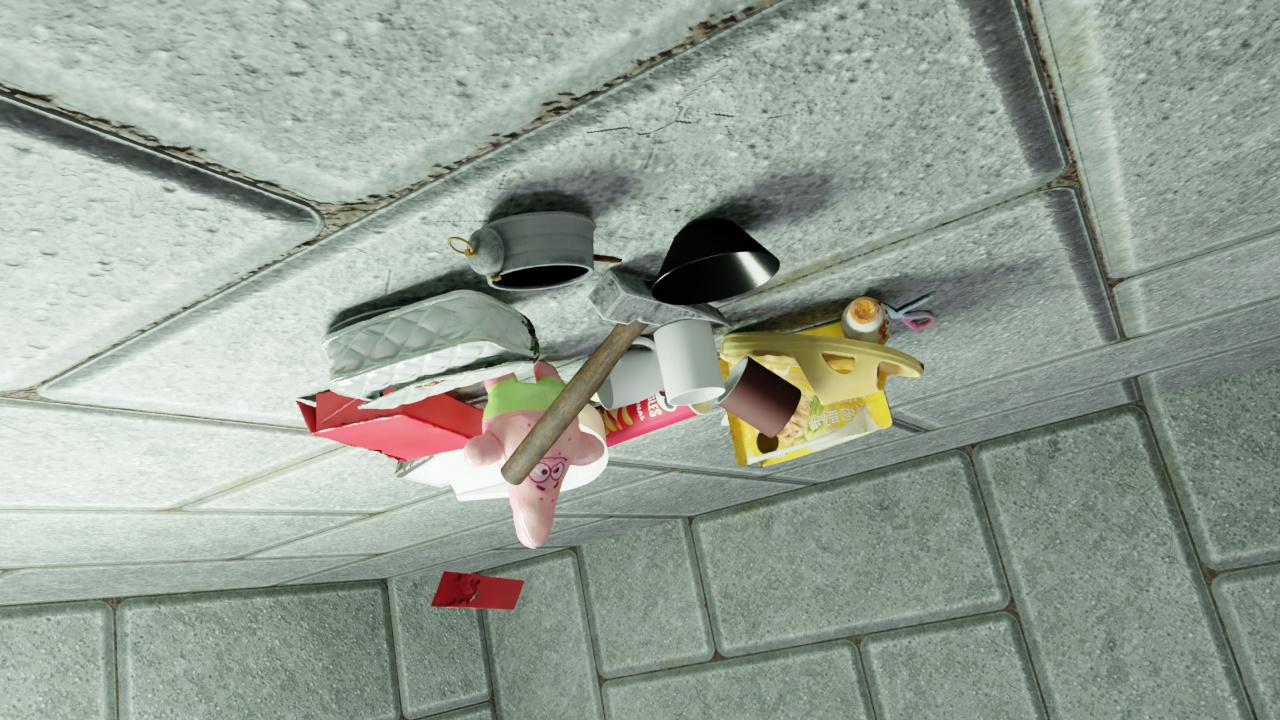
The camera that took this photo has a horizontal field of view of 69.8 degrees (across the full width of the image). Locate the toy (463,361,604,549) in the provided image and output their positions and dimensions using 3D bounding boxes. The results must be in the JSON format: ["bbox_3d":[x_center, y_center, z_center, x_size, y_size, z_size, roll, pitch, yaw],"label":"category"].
[{"bbox_3d":[-0.136,0.116,1.146,0.191,0.236,0.097,0,176,-34],"label":"toy"}]

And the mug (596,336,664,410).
[{"bbox_3d":[-0.007,0.007,1.193,0.089,0.071,0.107,-14,138,-22],"label":"mug"}]

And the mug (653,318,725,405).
[{"bbox_3d":[0.070,0.006,1.171,0.074,0.090,0.110,-19,162,25],"label":"mug"}]

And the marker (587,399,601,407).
[{"bbox_3d":[-0.055,0.058,1.397,0.147,0.017,0.017,-22,161,33],"label":"marker"}]

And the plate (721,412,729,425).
[{"bbox_3d":[0.201,0.050,1.450,0.174,0.036,0.174,-23,-177,1],"label":"plate"}]

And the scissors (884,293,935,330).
[{"bbox_3d":[0.348,-0.055,1.297,0.176,0.013,0.170,-21,162,29],"label":"scissors"}]

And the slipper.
[{"bbox_3d":[0.231,0.013,1.197,0.264,0.078,0.099,6,166,19],"label":"slipper"}]

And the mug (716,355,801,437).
[{"bbox_3d":[0.151,0.042,1.185,0.073,0.082,0.105,-56,-174,14],"label":"mug"}]

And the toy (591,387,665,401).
[{"bbox_3d":[-0.019,0.033,1.285,0.135,0.045,0.092,-6,166,4],"label":"toy"}]

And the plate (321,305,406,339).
[{"bbox_3d":[-0.247,-0.030,0.977,0.178,0.012,0.178,-10,164,-3],"label":"plate"}]

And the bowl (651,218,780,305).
[{"bbox_3d":[0.066,-0.101,0.876,0.124,0.052,0.124,-10,164,-3],"label":"bowl"}]

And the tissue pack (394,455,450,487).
[{"bbox_3d":[-0.311,0.151,1.477,0.103,0.071,0.182,19,147,-31],"label":"tissue pack"}]

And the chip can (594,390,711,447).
[{"bbox_3d":[0.002,0.081,1.421,0.221,0.069,0.069,-23,161,35],"label":"chip can"}]

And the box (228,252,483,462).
[{"bbox_3d":[-0.383,0.002,1.251,0.148,0.374,0.213,-45,154,3],"label":"box"}]

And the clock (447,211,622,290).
[{"bbox_3d":[-0.098,-0.094,0.780,0.147,0.056,0.104,-2,171,-44],"label":"clock"}]

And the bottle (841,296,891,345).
[{"bbox_3d":[0.289,-0.051,1.177,0.063,0.063,0.108,-15,165,13],"label":"bottle"}]

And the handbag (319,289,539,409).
[{"bbox_3d":[-0.214,-0.002,0.935,0.195,0.072,0.138,-16,164,18],"label":"handbag"}]

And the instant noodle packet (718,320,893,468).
[{"bbox_3d":[0.230,0.044,1.286,0.222,0.163,0.084,-22,160,31],"label":"instant noodle packet"}]

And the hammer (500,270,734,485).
[{"bbox_3d":[-0.043,0.035,1.059,0.217,0.037,0.301,10,126,-51],"label":"hammer"}]

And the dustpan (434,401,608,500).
[{"bbox_3d":[-0.178,0.138,1.363,0.258,0.053,0.192,-14,135,3],"label":"dustpan"}]
